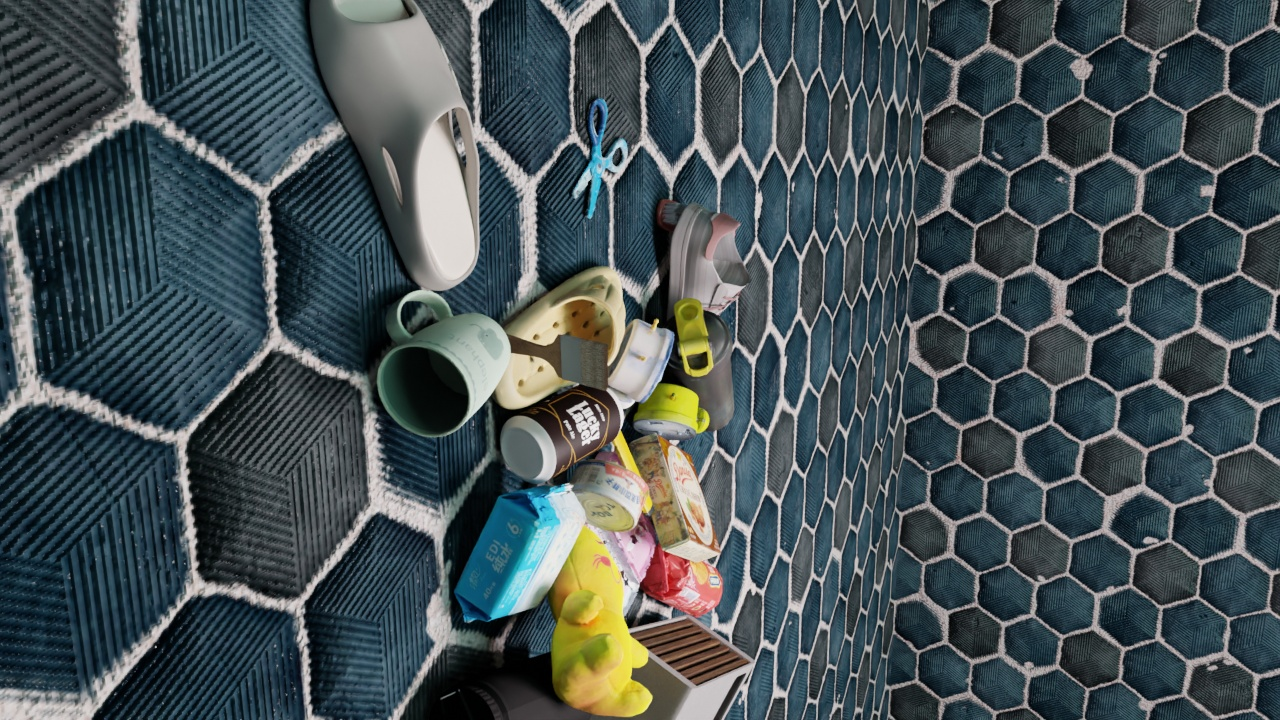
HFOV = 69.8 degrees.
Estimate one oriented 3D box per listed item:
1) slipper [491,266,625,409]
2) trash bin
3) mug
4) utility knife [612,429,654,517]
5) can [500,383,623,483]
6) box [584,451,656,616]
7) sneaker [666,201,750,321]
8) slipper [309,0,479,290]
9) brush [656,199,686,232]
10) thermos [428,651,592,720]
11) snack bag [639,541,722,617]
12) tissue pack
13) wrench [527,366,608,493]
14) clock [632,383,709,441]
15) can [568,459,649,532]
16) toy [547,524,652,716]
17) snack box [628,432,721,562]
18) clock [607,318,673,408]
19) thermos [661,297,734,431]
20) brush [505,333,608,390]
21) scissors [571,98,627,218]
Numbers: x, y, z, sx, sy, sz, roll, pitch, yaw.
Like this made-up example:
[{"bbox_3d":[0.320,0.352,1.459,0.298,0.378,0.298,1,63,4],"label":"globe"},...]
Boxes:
[{"bbox_3d":[-0.063,-0.020,0.962,0.260,0.079,0.111,-38,131,-55],"label":"slipper"},{"bbox_3d":[0.038,0.416,1.171,0.114,0.114,0.228,-62,153,4],"label":"trash bin"},{"bbox_3d":[-0.166,-0.007,0.767,0.111,0.084,0.103,57,27,-11],"label":"mug"},{"bbox_3d":[-0.017,0.115,1.078,0.030,0.017,0.159,-72,144,-67],"label":"utility knife"},{"bbox_3d":[-0.079,0.072,0.937,0.128,0.072,0.072,-27,119,-51],"label":"can"},{"bbox_3d":[-0.035,0.222,1.114,0.152,0.037,0.201,-61,146,-34],"label":"box"},{"bbox_3d":[0.096,-0.092,1.218,0.099,0.089,0.237,-47,145,-41],"label":"sneaker"},{"bbox_3d":[-0.165,-0.175,0.721,0.112,0.081,0.266,-47,136,-46],"label":"slipper"},{"bbox_3d":[0.070,-0.189,1.246,0.172,0.030,0.041,0,95,-64],"label":"brush"},{"bbox_3d":[-0.127,0.343,0.895,0.198,0.086,0.086,15,82,-63],"label":"thermos"},{"bbox_3d":[0.056,0.307,1.273,0.176,0.082,0.082,45,55,-56],"label":"snack bag"},{"bbox_3d":[-0.115,0.181,0.885,0.144,0.062,0.092,-62,154,9],"label":"tissue pack"},{"bbox_3d":[-0.067,0.065,1.039,0.073,0.018,0.272,70,35,-43],"label":"wrench"},{"bbox_3d":[0.039,0.073,1.181,0.119,0.083,0.057,44,50,-55],"label":"clock"},{"bbox_3d":[-0.037,0.147,0.999,0.086,0.086,0.043,66,37,-45],"label":"can"},{"bbox_3d":[-0.052,0.268,0.942,0.134,0.087,0.193,59,9,-40],"label":"toy"},{"bbox_3d":[0.046,0.179,1.181,0.143,0.041,0.147,41,29,-62],"label":"snack box"},{"bbox_3d":[-0.006,0.006,1.043,0.126,0.052,0.088,-51,-162,55],"label":"clock"},{"bbox_3d":[0.081,0.016,1.219,0.221,0.098,0.098,73,33,-57],"label":"thermos"},{"bbox_3d":[-0.093,-0.010,0.828,0.008,0.143,0.045,-41,139,-52],"label":"brush"},{"bbox_3d":[-0.051,-0.228,1.018,0.139,0.013,0.118,-58,144,-39],"label":"scissors"}]
